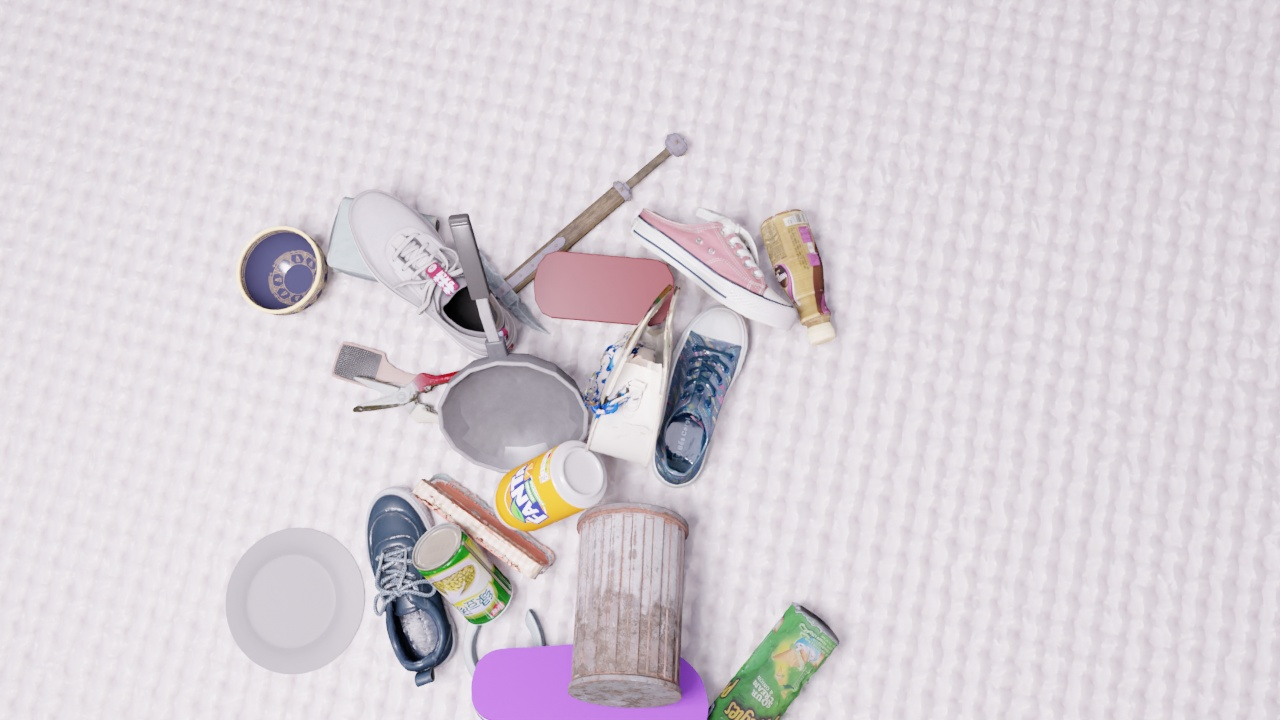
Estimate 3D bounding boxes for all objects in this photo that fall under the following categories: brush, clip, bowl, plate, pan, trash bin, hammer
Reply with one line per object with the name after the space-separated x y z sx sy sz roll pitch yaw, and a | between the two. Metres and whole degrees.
-0.045 -0.088 1.145 0.173 0.042 0.082 5 90 -3 | brush
-0.134 0.377 1.102 0.141 0.029 0.171 -14 81 3 | clip
-0.450 -0.110 1.178 0.112 0.061 0.112 -1 82 7 | bowl
-0.330 0.015 1.175 0.136 0.015 0.050 16 84 6 | brush
-0.432 0.299 1.142 0.178 0.012 0.178 -1 82 4 | plate
-0.162 -0.010 1.041 0.179 0.358 0.041 -6 38 4 | pan
-0.012 0.265 1.027 0.131 0.131 0.210 0 57 4 | trash bin
-0.061 -0.180 1.179 0.317 0.028 0.147 -41 87 -2 | hammer

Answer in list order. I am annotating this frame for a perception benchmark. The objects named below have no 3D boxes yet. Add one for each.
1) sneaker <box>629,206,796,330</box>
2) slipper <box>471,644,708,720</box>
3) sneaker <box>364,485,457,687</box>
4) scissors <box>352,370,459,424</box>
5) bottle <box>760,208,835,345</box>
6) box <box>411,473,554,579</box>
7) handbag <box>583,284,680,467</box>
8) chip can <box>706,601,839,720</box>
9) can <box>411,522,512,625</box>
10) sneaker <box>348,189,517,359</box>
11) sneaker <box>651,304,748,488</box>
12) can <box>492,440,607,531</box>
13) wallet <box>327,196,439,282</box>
0.100 -0.127 1.121 0.241 0.118 0.088 36 103 14 | sneaker
-0.059 0.392 1.068 0.266 0.084 0.107 3 55 -2 | slipper
-0.282 0.266 1.098 0.089 0.087 0.235 -20 81 1 | sneaker
-0.259 0.050 1.158 0.193 0.015 0.179 -39 89 5 | scissors
0.200 -0.101 1.132 0.059 0.059 0.166 -18 81 1 | bottle
-0.189 0.200 1.109 0.187 0.083 0.043 35 88 6 | box
-0.006 0.006 1.045 0.093 0.200 0.200 16 107 -1 | handbag
0.137 0.385 1.057 0.075 0.075 0.223 38 86 8 | chip can
-0.207 0.251 1.074 0.067 0.121 0.067 -19 38 16 | can
-0.251 -0.105 1.102 0.263 0.129 0.096 46 78 -6 | sneaker
0.067 0.039 1.111 0.087 0.079 0.235 18 83 6 | sneaker
-0.108 0.150 1.072 0.079 0.143 0.079 19 57 -33 | can
-0.329 -0.149 1.182 0.132 0.054 0.100 14 91 3 | wallet
